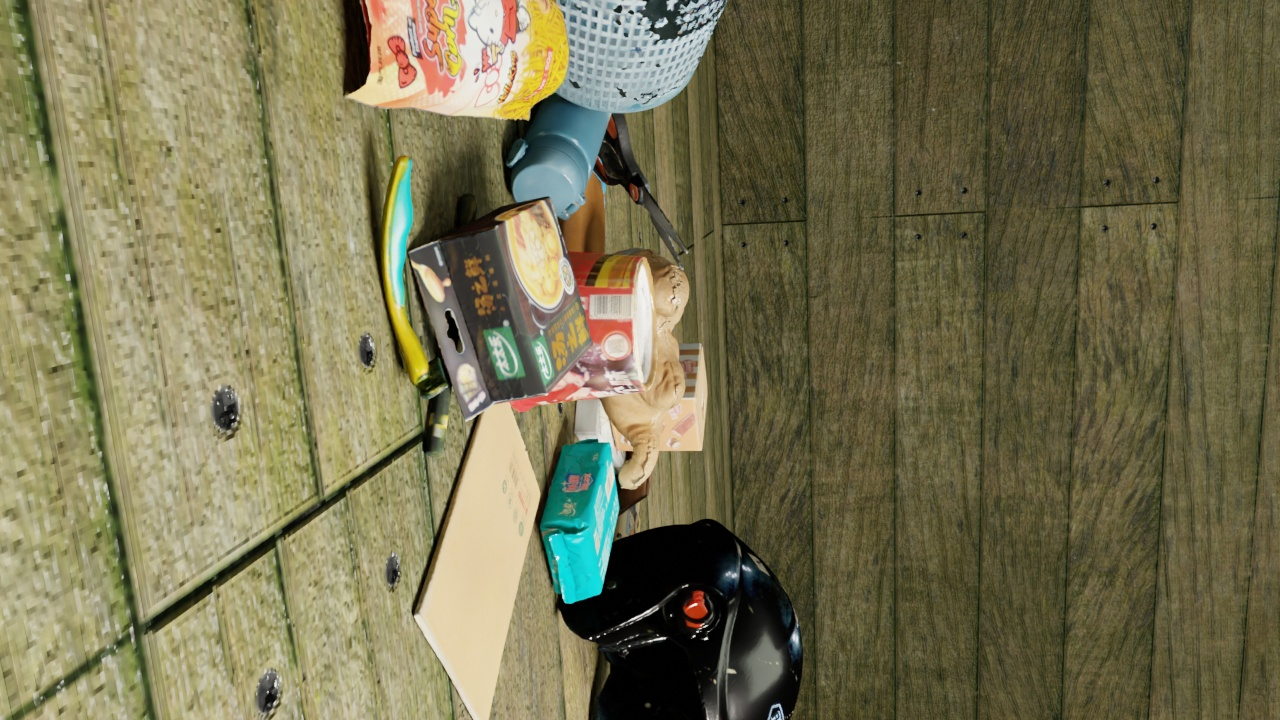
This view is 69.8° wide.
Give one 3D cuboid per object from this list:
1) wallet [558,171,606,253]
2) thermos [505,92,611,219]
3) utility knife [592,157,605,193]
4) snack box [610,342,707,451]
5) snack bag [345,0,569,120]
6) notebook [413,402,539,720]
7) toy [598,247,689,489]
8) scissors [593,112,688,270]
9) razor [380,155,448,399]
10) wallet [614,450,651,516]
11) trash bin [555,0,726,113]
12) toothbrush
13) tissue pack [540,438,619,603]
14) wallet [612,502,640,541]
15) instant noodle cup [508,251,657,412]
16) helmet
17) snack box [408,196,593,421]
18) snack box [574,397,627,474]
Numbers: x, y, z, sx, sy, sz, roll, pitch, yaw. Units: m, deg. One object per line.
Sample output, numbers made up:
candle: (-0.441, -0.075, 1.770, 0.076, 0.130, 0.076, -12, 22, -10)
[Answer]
wallet: (-0.057, -0.126, 0.913, 0.107, 0.031, 0.131, 23, 68, -77)
thermos: (-0.063, -0.201, 0.796, 0.219, 0.070, 0.070, -79, 164, -50)
utility knife: (-0.047, -0.181, 1.018, 0.034, 0.018, 0.203, -43, 133, -77)
snack box: (0.021, 0.040, 0.992, 0.092, 0.094, 0.077, -79, 164, -50)
snack bag: (-0.114, -0.209, 0.552, 0.207, 0.073, 0.128, -25, 114, -71)
notebook: (-0.108, 0.130, 0.657, 0.207, 0.008, 0.148, -81, 165, -46)
toy: (-0.005, 0.005, 0.879, 0.143, 0.082, 0.226, -153, -117, -64)
scissors: (-0.009, -0.186, 0.891, 0.234, 0.021, 0.161, 44, -35, 52)
razor: (-0.128, -0.046, 0.508, 0.043, 0.028, 0.133, -125, -150, -65)
wallet: (-0.007, 0.117, 1.066, 0.101, 0.020, 0.115, 135, -33, -58)
trash bin: (-0.013, -0.311, 0.715, 0.195, 0.226, 0.226, 105, -9, -61)
toothbrush: (-0.121, -0.026, 0.595, 0.017, 0.012, 0.185, 93, 0, -68)
tissue pack: (-0.055, 0.145, 0.837, 0.133, 0.050, 0.093, -78, 164, -53)
wallet: (-0.017, 0.195, 1.130, 0.087, 0.024, 0.115, 65, 24, -54)
instant noodle cup: (-0.047, -0.026, 0.737, 0.138, 0.109, 0.138, 0, 89, -80)
helmet: (0.049, 0.286, 0.906, 0.275, 0.229, 0.234, 42, -29, 46)
snack box: (-0.085, -0.038, 0.604, 0.125, 0.053, 0.113, -57, 134, -65)
snack box: (-0.040, 0.064, 1.002, 0.157, 0.027, 0.084, 64, 26, -65)
